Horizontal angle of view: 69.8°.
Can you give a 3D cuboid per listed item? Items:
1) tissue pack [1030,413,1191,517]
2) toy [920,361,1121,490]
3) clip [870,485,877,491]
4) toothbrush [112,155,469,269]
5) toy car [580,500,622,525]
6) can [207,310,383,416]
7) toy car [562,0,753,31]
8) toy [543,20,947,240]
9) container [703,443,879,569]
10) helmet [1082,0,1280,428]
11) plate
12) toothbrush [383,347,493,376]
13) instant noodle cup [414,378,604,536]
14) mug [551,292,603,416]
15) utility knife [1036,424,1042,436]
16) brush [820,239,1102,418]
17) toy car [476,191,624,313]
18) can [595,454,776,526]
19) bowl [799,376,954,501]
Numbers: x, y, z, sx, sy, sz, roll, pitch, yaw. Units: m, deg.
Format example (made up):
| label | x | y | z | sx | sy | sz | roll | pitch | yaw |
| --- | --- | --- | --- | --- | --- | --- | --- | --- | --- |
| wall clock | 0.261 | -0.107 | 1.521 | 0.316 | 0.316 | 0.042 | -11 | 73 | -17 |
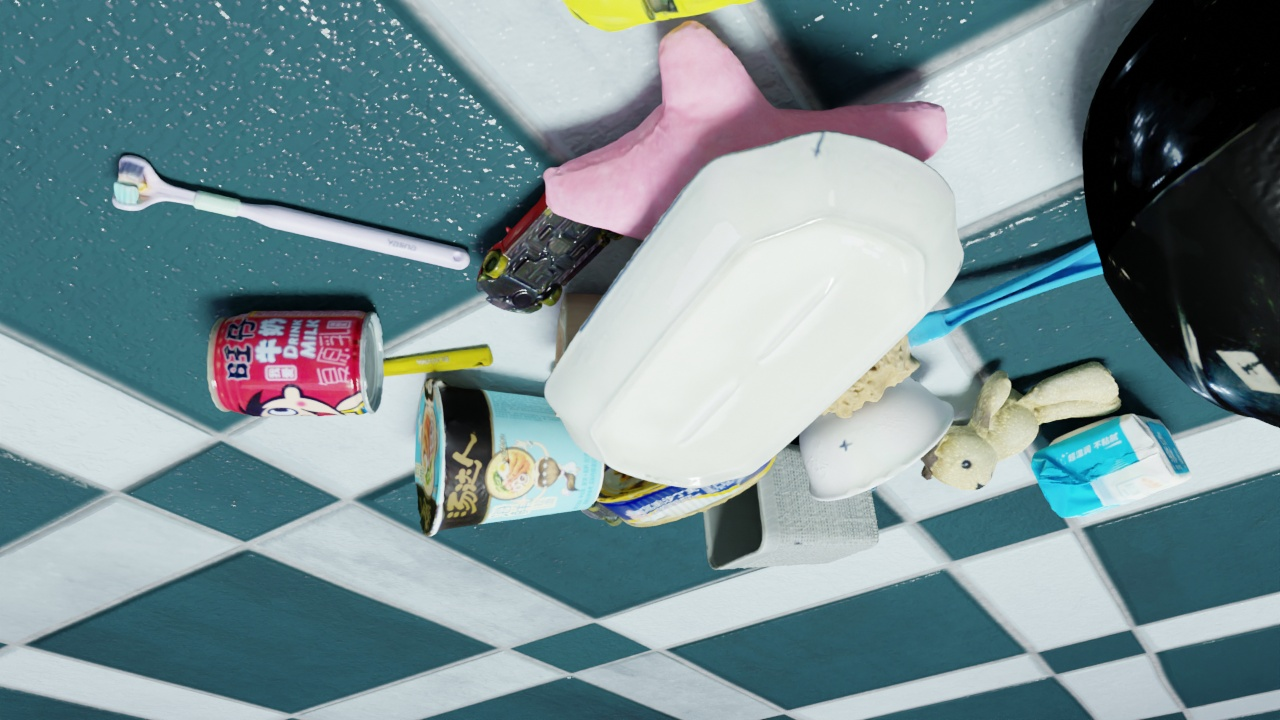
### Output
| label | x | y | z | sx | sy | sz | roll | pitch | yaw |
| --- | --- | --- | --- | --- | --- | --- | --- | --- | --- |
| tissue pack | 0.375 | 0.083 | 0.734 | 0.090 | 0.063 | 0.139 | -31 | 157 | 30 |
| toy | 0.288 | 0.050 | 0.699 | 0.157 | 0.066 | 0.105 | -24 | 145 | 0 |
| clip | 0.179 | 0.108 | 0.799 | 0.033 | 0.025 | 0.057 | 29 | 138 | -31 |
| toothbrush | -0.188 | -0.077 | 0.514 | 0.189 | 0.029 | 0.021 | 11 | -179 | -23 |
| toy car | -0.008 | 0.111 | 0.771 | 0.091 | 0.035 | 0.042 | -21 | 139 | 21 |
| can | -0.214 | 0.002 | 0.576 | 0.094 | 0.066 | 0.067 | 0 | 143 | -6 |
| toy car | 0.015 | -0.171 | 0.401 | 0.105 | 0.032 | 0.048 | -9 | 144 | 8 |
| toy | 0.045 | -0.081 | 0.486 | 0.194 | 0.074 | 0.179 | 11 | 133 | -15 |
| container | 0.121 | 0.119 | 0.741 | 0.114 | 0.090 | 0.090 | 6 | 155 | -23 |
| helmet | 0.335 | -0.070 | 0.411 | 0.274 | 0.229 | 0.234 | 48 | 128 | -1 |
| plate | 0.056 | -0.004 | 0.492 | 0.162 | 0.034 | 0.267 | 18 | 135 | -25 |
| toothbrush | -0.196 | 0.012 | 0.632 | 0.190 | 0.016 | 0.016 | -8 | 144 | 4 |
| instant noodle cup | -0.093 | 0.067 | 0.655 | 0.120 | 0.111 | 0.111 | 1 | 143 | -21 |
| mug | -0.004 | 0.004 | 0.604 | 0.103 | 0.084 | 0.125 | 4 | 169 | -10 |
| utility knife | 0.229 | 0.064 | 0.756 | 0.207 | 0.021 | 0.031 | -2 | 144 | 4 |
| brush | 0.208 | -0.034 | 0.589 | 0.255 | 0.083 | 0.045 | -21 | -176 | 9 |
| toy car | -0.052 | -0.068 | 0.527 | 0.049 | 0.031 | 0.106 | 27 | 123 | -35 |
| can | 0.028 | 0.074 | 0.694 | 0.148 | 0.074 | 0.049 | -25 | 136 | 25 |
| bowl | 0.155 | 0.040 | 0.659 | 0.119 | 0.118 | 0.065 | -32 | 96 | 31 |
